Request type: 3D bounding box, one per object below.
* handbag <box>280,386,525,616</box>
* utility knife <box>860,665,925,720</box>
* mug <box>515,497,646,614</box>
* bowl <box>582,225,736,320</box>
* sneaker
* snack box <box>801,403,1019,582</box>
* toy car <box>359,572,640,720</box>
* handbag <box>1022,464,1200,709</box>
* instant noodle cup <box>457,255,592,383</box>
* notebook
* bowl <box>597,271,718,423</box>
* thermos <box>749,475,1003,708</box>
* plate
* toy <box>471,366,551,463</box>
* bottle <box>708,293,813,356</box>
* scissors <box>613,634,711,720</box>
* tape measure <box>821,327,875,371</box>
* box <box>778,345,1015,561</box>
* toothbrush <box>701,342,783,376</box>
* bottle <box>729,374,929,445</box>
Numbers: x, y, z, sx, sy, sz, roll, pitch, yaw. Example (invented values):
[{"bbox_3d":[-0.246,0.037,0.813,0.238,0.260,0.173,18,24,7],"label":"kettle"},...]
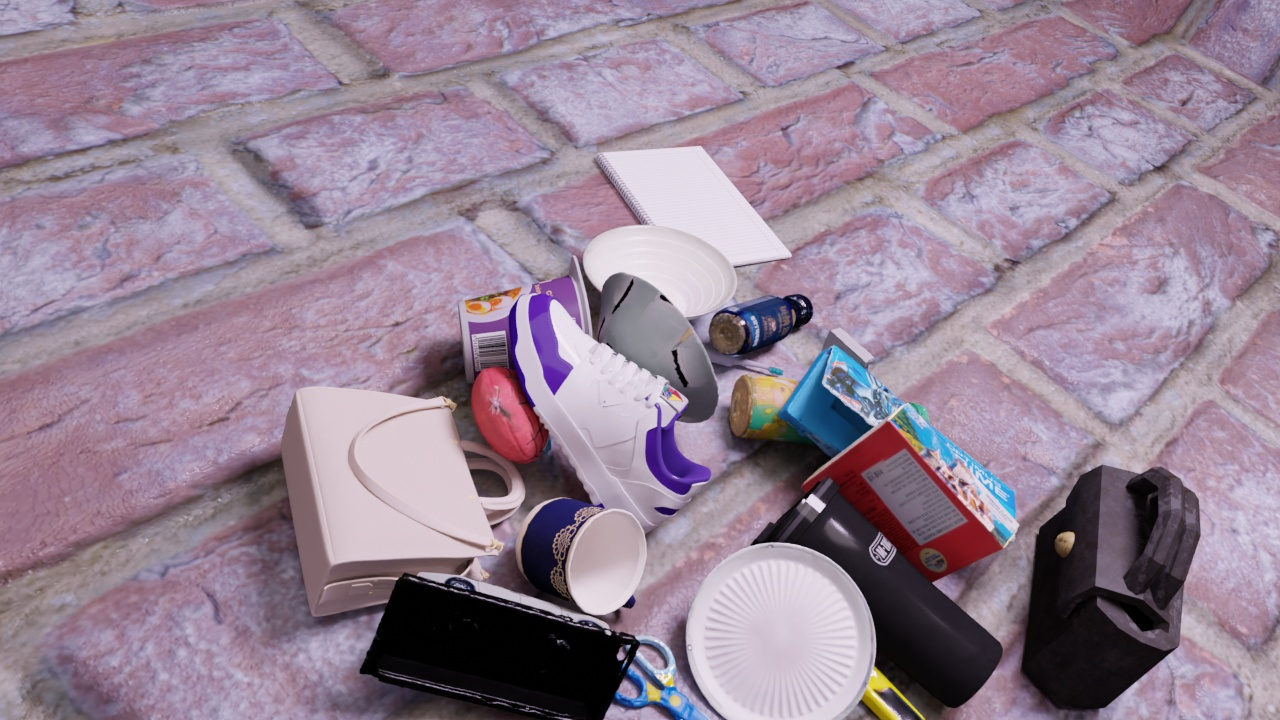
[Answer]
[{"bbox_3d":[-0.190,0.113,0.787,0.197,0.102,0.194,1,46,-34],"label":"handbag"},{"bbox_3d":[0.249,0.329,0.767,0.028,0.020,0.188,-29,63,-35],"label":"utility knife"},{"bbox_3d":[-0.051,0.169,0.778,0.089,0.112,0.085,7,47,45],"label":"mug"},{"bbox_3d":[0.018,-0.084,1.052,0.176,0.058,0.176,6,41,-6],"label":"bowl"},{"bbox_3d":[-0.022,0.035,0.818,0.244,0.111,0.091,61,17,-4],"label":"sneaker"},{"bbox_3d":[0.242,0.133,0.843,0.145,0.143,0.040,49,50,9],"label":"snack box"},{"bbox_3d":[-0.106,0.210,0.708,0.191,0.094,0.071,20,17,-15],"label":"toy car"},{"bbox_3d":[0.431,0.185,0.837,0.102,0.200,0.196,26,44,7],"label":"handbag"},{"bbox_3d":[-0.119,-0.032,0.926,0.121,0.122,0.137,-7,94,-12],"label":"instant noodle cup"},{"bbox_3d":[0.067,-0.208,1.230,0.177,0.013,0.245,-11,52,-30],"label":"notebook"},{"bbox_3d":[-0.005,0.005,0.892,0.067,0.175,0.174,-34,64,-25],"label":"bowl"},{"bbox_3d":[0.209,0.206,0.819,0.218,0.106,0.105,40,48,13],"label":"thermos"},{"bbox_3d":[0.116,0.232,0.766,0.157,0.014,0.156,-1,76,5],"label":"plate"},{"bbox_3d":[-0.115,0.051,0.847,0.062,0.133,0.092,-23,84,4],"label":"toy"},{"bbox_3d":[0.142,-0.045,1.053,0.056,0.056,0.160,44,36,23],"label":"bottle"},{"bbox_3d":[0.024,0.280,0.743,0.070,0.022,0.130,-29,65,-39],"label":"scissors"},{"bbox_3d":[0.231,0.003,1.045,0.020,0.062,0.060,-18,50,-31],"label":"tape measure"},{"bbox_3d":[0.265,0.088,0.901,0.243,0.085,0.091,38,70,-2],"label":"box"},{"bbox_3d":[0.072,-0.010,1.033,0.188,0.018,0.019,14,36,-5],"label":"toothbrush"},{"bbox_3d":[0.203,0.058,0.976,0.209,0.068,0.068,6,46,-13],"label":"bottle"}]
